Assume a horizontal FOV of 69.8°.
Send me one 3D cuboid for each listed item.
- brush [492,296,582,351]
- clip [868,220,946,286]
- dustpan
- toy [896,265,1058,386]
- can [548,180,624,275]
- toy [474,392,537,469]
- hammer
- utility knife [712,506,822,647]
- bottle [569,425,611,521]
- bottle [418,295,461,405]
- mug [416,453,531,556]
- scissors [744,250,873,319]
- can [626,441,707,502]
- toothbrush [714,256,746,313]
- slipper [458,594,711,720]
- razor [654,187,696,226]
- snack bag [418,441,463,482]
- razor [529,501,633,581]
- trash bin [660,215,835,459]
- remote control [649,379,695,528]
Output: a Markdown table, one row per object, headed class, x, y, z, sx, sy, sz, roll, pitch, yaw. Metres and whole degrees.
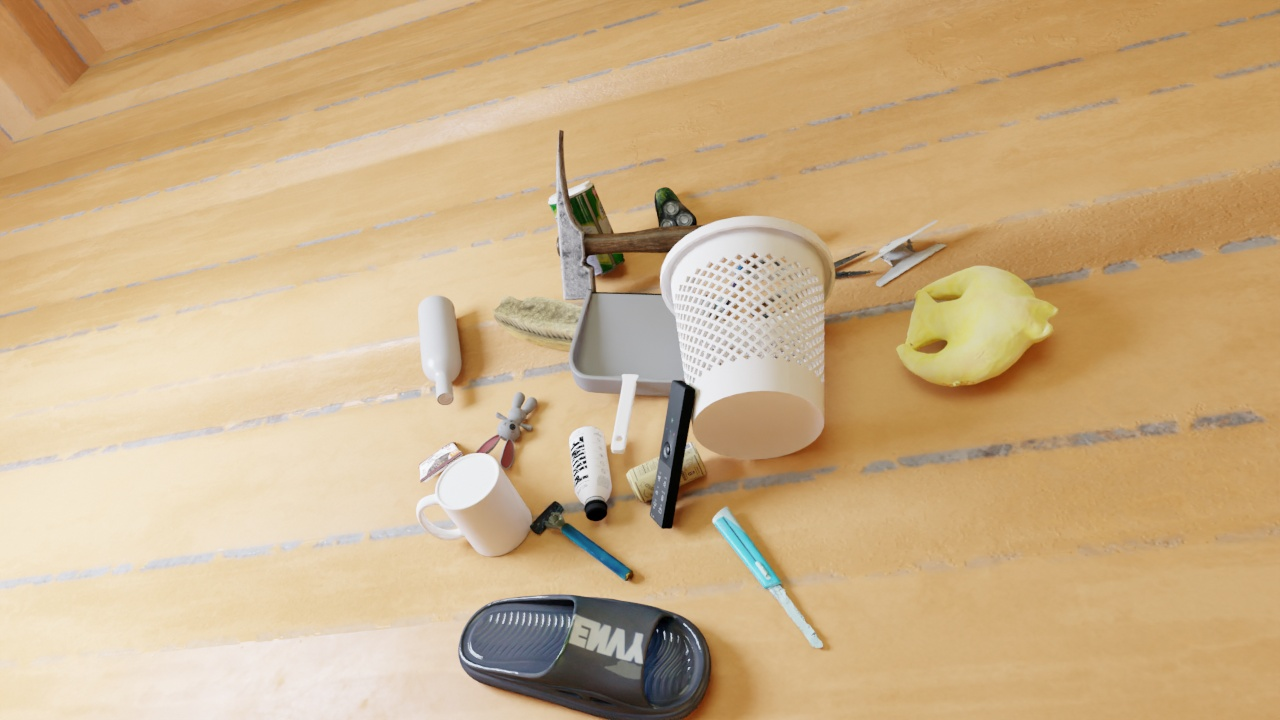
| class | x | y | z | sx | sy | sz | roll | pitch | yaw |
| --- | --- | --- | --- | --- | --- | --- | --- | --- | --- |
| brush | -0.123 | -0.051 | 1.224 | 0.196 | 0.043 | 0.059 | 14 | 54 | 33 |
| clip | 0.317 | -0.134 | 1.115 | 0.102 | 0.058 | 0.052 | -31 | 66 | -8 |
| dustpan | -0.006 | 0.006 | 1.094 | 0.163 | 0.033 | 0.257 | 2 | 53 | 10 |
| toy | 0.357 | -0.037 | 0.971 | 0.155 | 0.064 | 0.170 | 2 | 47 | 34 |
| can | -0.074 | -0.180 | 1.264 | 0.067 | 0.121 | 0.067 | -21 | 19 | 8 |
| toy | -0.159 | 0.084 | 1.112 | 0.049 | 0.030 | 0.111 | 21 | 51 | 5 |
| hammer | 0.037 | -0.194 | 1.186 | 0.301 | 0.218 | 0.037 | -2 | 12 | 6 |
| utility knife | 0.122 | 0.204 | 0.873 | 0.022 | 0.015 | 0.179 | -32 | 45 | -10 |
| bottle | -0.054 | 0.126 | 1.012 | 0.041 | 0.041 | 0.115 | -19 | 42 | 6 |
| bottle | -0.271 | -0.012 | 1.245 | 0.052 | 0.052 | 0.195 | -22 | 42 | 2 |
| mug | -0.186 | 0.163 | 0.998 | 0.110 | 0.090 | 0.073 | -18 | 42 | 7 |
| scissors | 0.197 | -0.103 | 1.151 | 0.157 | 0.012 | 0.166 | -44 | 45 | -18 |
| can | 0.028 | 0.120 | 0.982 | 0.079 | 0.038 | 0.038 | -24 | 42 | 0 |
| toothbrush | 0.129 | -0.127 | 1.203 | 0.017 | 0.016 | 0.188 | 23 | 54 | 1 |
| slipper | -0.064 | 0.258 | 0.853 | 0.269 | 0.083 | 0.110 | 0 | 45 | 26 |
| razor | 0.043 | -0.216 | 1.302 | 0.054 | 0.067 | 0.151 | -17 | 34 | 2 |
| snack bag | -0.235 | 0.116 | 1.066 | 0.057 | 0.013 | 0.158 | -36 | 8 | -11 |
| razor | -0.061 | 0.191 | 0.964 | 0.144 | 0.022 | 0.042 | 26 | 62 | 40 |
| trash bin | 0.119 | -0.014 | 0.982 | 0.196 | 0.195 | 0.199 | -10 | 53 | 15 |
| remote control | 0.032 | 0.096 | 0.937 | 0.013 | 0.150 | 0.034 | 4 | 12 | -22 |
